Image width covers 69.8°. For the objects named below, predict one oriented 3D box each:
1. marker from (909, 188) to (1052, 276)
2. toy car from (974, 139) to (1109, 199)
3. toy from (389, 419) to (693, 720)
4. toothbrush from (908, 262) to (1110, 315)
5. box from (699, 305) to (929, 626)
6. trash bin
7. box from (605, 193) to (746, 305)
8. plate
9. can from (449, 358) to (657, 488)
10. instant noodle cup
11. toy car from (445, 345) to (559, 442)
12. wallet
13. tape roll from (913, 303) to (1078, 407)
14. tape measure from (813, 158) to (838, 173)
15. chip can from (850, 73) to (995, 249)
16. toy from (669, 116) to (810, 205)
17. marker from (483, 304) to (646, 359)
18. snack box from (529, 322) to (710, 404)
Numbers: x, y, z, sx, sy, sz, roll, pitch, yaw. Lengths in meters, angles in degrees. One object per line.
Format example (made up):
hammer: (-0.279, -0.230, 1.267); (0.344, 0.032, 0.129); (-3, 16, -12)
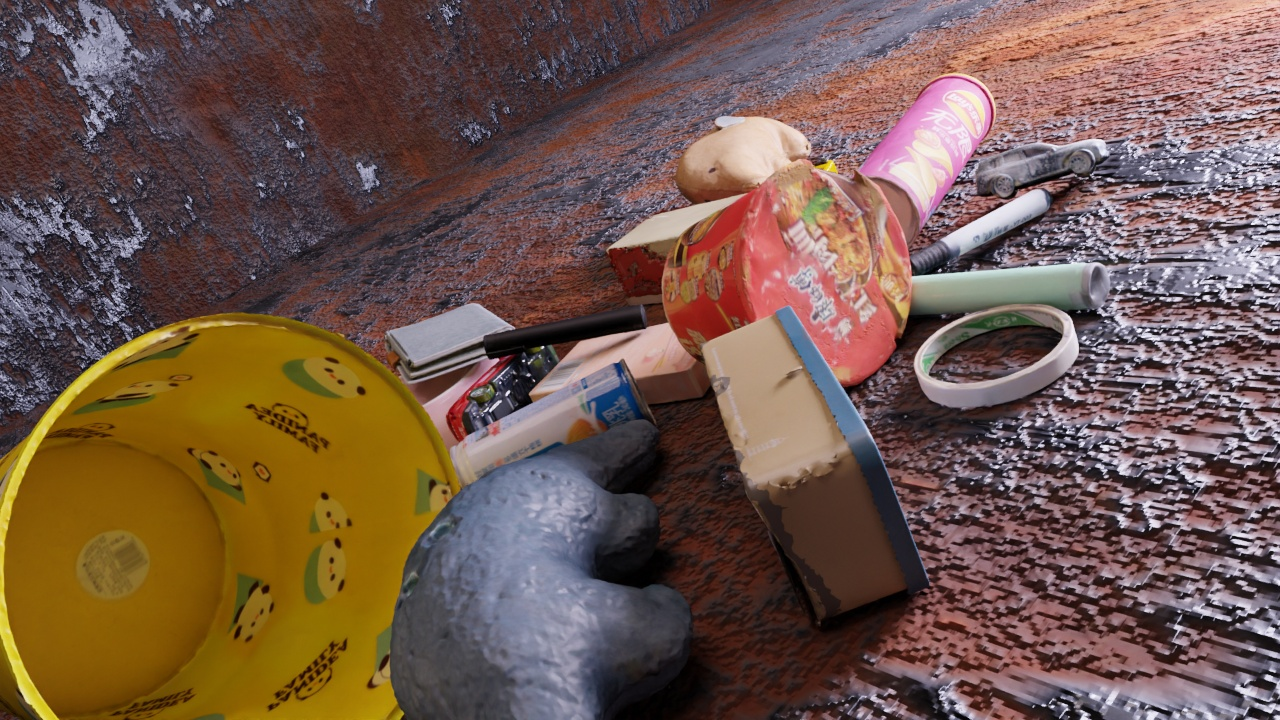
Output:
marker: (0.232, -0.086, 0.630); (0.130, 0.023, 0.018); (-26, 47, -19)
toy car: (0.289, -0.140, 0.664); (0.091, 0.034, 0.042); (-13, -3, 29)
toy: (-0.048, 0.117, 0.439); (0.138, 0.091, 0.355); (2, 25, -2)
toothbrush: (0.183, -0.042, 0.593); (0.027, 0.026, 0.225); (-8, 6, -40)
box: (0.077, 0.045, 0.440); (0.059, 0.090, 0.184); (-25, 24, 4)
trash bin: (-0.268, 0.115, 0.523); (0.256, 0.229, 0.228); (-16, 23, 40)
box: (0.050, -0.107, 0.824); (0.169, 0.077, 0.091); (-4, 31, 47)
plate: (-0.189, 0.037, 0.829); (0.192, 0.039, 0.192); (-23, 22, 10)
can: (-0.059, 0.052, 0.626); (0.134, 0.053, 0.053); (-27, 22, 2)
instant noodle cup: (0.086, -0.047, 0.590); (0.137, 0.138, 0.109); (-39, 16, -28)
toy car: (-0.109, 0.026, 0.742); (0.045, 0.053, 0.120); (-3, 30, 38)
wallet: (-0.174, -0.014, 0.823); (0.106, 0.037, 0.130); (-22, 21, -17)
tape roll: (0.196, -0.004, 0.509); (0.086, 0.014, 0.085); (-23, 22, 10)
tape measure: (0.156, -0.134, 0.786); (0.029, 0.060, 0.057); (-9, 33, 38)
chip can: (0.228, -0.165, 0.754); (0.072, 0.071, 0.209); (-7, 30, 41)
toy: (0.103, -0.193, 0.947); (0.143, 0.082, 0.225); (-9, 27, 15)
marker: (-0.060, -0.023, 0.727); (0.132, 0.020, 0.022); (-10, 47, 7)
snack box: (-0.004, 0.004, 0.705); (0.158, 0.026, 0.084); (-9, 27, 37)
